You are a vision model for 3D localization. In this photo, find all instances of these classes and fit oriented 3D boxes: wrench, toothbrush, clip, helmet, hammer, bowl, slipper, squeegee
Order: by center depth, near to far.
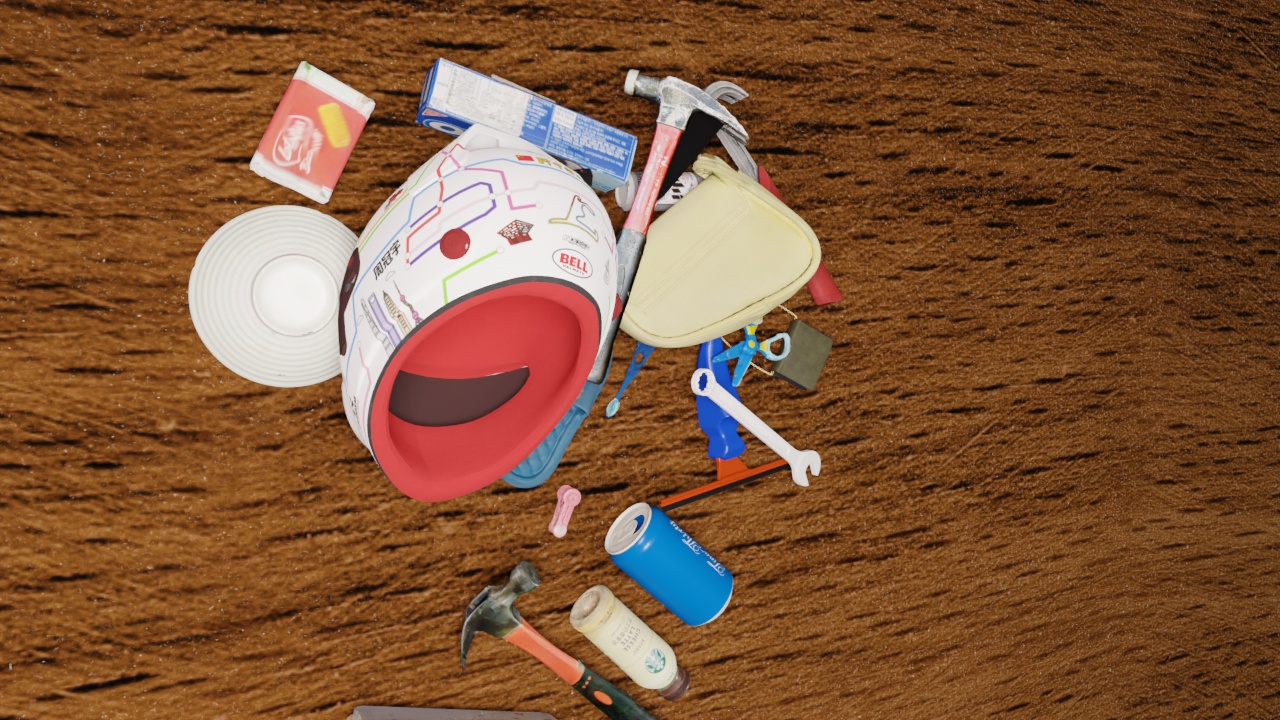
[{"bbox_3d":[-0.157,-0.055,0.855,0.230,0.236,0.315,19,117,-38],"label":"helmet"},{"bbox_3d":[-0.327,-0.060,0.863,0.177,0.071,0.177,-2,94,-25],"label":"bowl"},{"bbox_3d":[0.003,-0.131,0.955,0.140,0.036,0.326,19,89,2],"label":"hammer"},{"bbox_3d":[-0.090,0.037,0.986,0.103,0.059,0.213,25,83,-26],"label":"slipper"},{"bbox_3d":[-0.058,0.354,1.004,0.133,0.033,0.333,-42,113,11],"label":"hammer"},{"bbox_3d":[-0.082,0.167,1.009,0.022,0.037,0.058,18,88,-28],"label":"clip"},{"bbox_3d":[-0.006,0.006,1.046,0.021,0.016,0.132,29,80,-13],"label":"toothbrush"},{"bbox_3d":[0.093,0.056,1.074,0.248,0.055,0.185,-11,96,-42],"label":"squeegee"},{"bbox_3d":[0.141,0.081,1.076,0.273,0.009,0.047,38,70,-40],"label":"wrench"},{"bbox_3d":[0.155,-0.189,1.091,0.316,0.036,0.125,51,47,-24],"label":"hammer"}]

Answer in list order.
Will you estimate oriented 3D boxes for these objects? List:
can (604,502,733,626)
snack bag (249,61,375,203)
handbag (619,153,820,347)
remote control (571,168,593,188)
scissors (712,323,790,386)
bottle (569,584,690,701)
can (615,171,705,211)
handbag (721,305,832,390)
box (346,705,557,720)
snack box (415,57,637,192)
[{"bbox_3d":[0.034,0.232,1.042,0.146,0.079,0.078,44,75,-20],"label":"can"},{"bbox_3d":[-0.313,-0.217,0.880,0.077,0.036,0.115,27,81,-24],"label":"snack bag"},{"bbox_3d":[0.065,-0.104,1.013,0.233,0.088,0.191,-39,93,-1],"label":"handbag"},{"bbox_3d":[-0.076,-0.142,0.973,0.039,0.010,0.125,-21,134,-50],"label":"remote control"},{"bbox_3d":[0.134,-0.011,1.078,0.105,0.019,0.131,35,59,-15],"label":"scissors"},{"bbox_3d":[-0.008,0.324,1.039,0.162,0.057,0.056,47,74,-20],"label":"bottle"},{"bbox_3d":[0.027,-0.191,1.037,0.106,0.044,0.044,-5,94,-25],"label":"can"},{"bbox_3d":[0.148,-0.033,1.118,0.178,0.027,0.084,28,79,-18],"label":"handbag"},{"bbox_3d":[-0.192,0.405,0.938,0.216,0.096,0.105,13,92,-26],"label":"box"},{"bbox_3d":[-0.116,-0.242,0.960,0.226,0.059,0.059,16,83,-26],"label":"snack box"}]
